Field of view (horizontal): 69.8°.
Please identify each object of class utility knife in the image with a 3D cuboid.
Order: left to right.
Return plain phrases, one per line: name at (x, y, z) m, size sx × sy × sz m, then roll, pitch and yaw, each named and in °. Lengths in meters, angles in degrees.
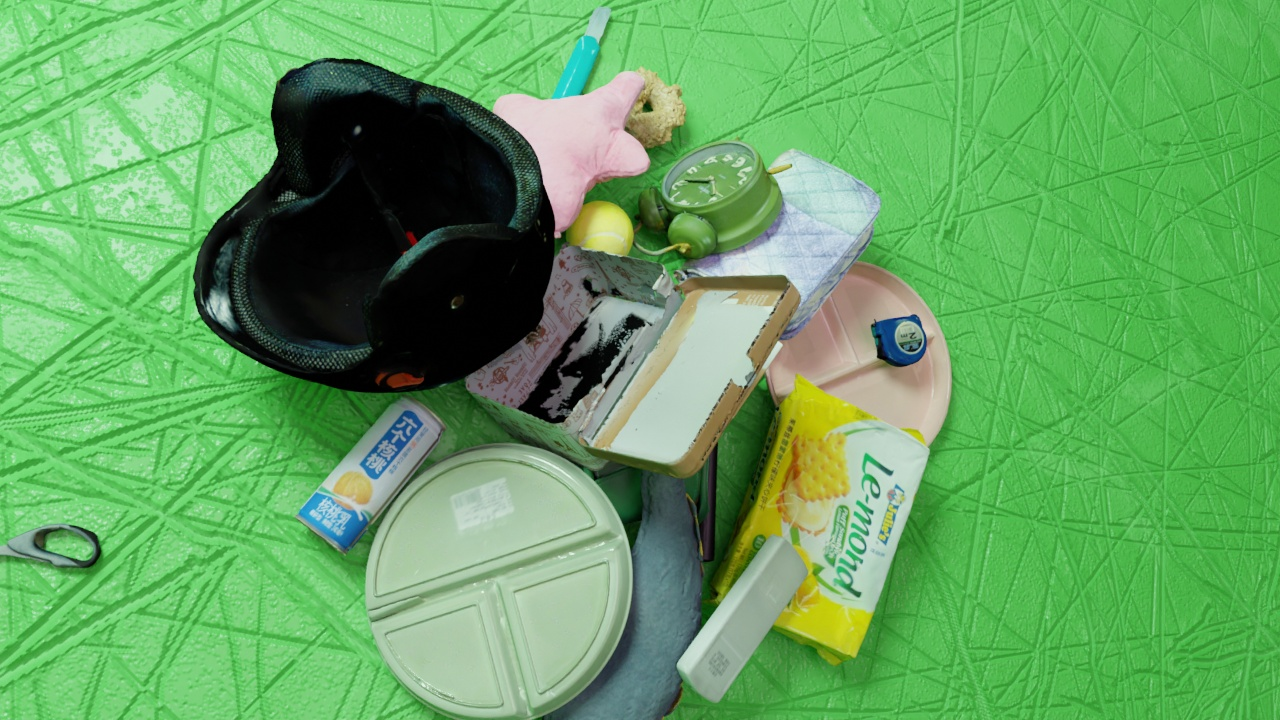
utility knife at (-0.067, -0.282, 0.930) m, size 0.029 × 0.013 × 0.192 m, roll 25°, pitch 73°, yaw -16°

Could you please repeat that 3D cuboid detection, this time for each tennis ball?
tennis ball at (-0.039, -0.120, 0.879) m, size 0.065 × 0.066 × 0.065 m, roll 4°, pitch 78°, yaw -20°

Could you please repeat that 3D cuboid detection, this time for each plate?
plate at (-0.121, 0.180, 0.754) m, size 0.230 × 0.027 × 0.230 m, roll -2°, pitch 76°, yaw 7°
plate at (0.228, 0.007, 0.973) m, size 0.229 × 0.028 × 0.229 m, roll 5°, pitch 77°, yaw -20°

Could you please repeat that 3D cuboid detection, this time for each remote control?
remote control at (0.089, 0.223, 0.796) m, size 0.149 × 0.021 × 0.058 m, roll -49°, pitch 125°, yaw -19°

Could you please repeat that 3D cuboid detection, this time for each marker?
marker at (0.064, 0.128, 0.890) m, size 0.020 × 0.022 × 0.132 m, roll -2°, pitch 76°, yaw 24°

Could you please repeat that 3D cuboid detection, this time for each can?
can at (-0.225, 0.094, 0.773) m, size 0.053 × 0.053 × 0.134 m, roll 40°, pitch 69°, yaw -9°

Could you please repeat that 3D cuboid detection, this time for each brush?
brush at (-0.046, -0.197, 0.911) m, size 0.083 × 0.046 × 0.254 m, roll 44°, pitch 72°, yaw -11°

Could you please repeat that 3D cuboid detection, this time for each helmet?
helmet at (-0.196, -0.083, 0.729) m, size 0.274 × 0.230 × 0.233 m, roll -31°, pitch 62°, yaw -4°

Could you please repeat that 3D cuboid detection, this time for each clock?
clock at (0.062, -0.153, 0.896) m, size 0.161 × 0.116 × 0.056 m, roll -38°, pitch 131°, yaw -8°

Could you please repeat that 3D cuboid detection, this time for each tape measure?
tape measure at (0.273, -0.020, 0.966) m, size 0.058 × 0.025 × 0.054 m, roll -9°, pitch 84°, yaw -18°

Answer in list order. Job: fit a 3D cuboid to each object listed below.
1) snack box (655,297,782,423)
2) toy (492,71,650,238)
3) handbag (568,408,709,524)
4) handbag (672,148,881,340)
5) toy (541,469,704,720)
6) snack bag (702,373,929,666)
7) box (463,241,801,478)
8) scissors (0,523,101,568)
snack box at (0.065, 0.007, 0.874) m, size 0.093 × 0.077 × 0.094 m, roll 35°, pitch 68°, yaw 7°
toy at (-0.084, -0.186, 0.846) m, size 0.195 × 0.075 × 0.178 m, roll -7°, pitch 60°, yaw 13°
handbag at (-0.005, 0.104, 0.851) m, size 0.131 × 0.068 × 0.120 m, roll -8°, pitch 91°, yaw -23°
handbag at (0.143, -0.116, 0.928) m, size 0.134 × 0.076 × 0.193 m, roll 34°, pitch 66°, yaw 20°
toy at (-0.016, 0.249, 0.788) m, size 0.138 × 0.091 × 0.356 m, roll 35°, pitch 76°, yaw -38°
snack bag at (0.168, 0.152, 0.883) m, size 0.158 × 0.068 × 0.246 m, roll 24°, pitch 82°, yaw -13°
box at (-0.004, 0.004, 0.762) m, size 0.177 × 0.262 × 0.088 m, roll -57°, pitch 137°, yaw -20°
scissors at (-0.505, 0.147, 0.683) m, size 0.177 × 0.014 × 0.159 m, roll 15°, pitch 73°, yaw -14°
